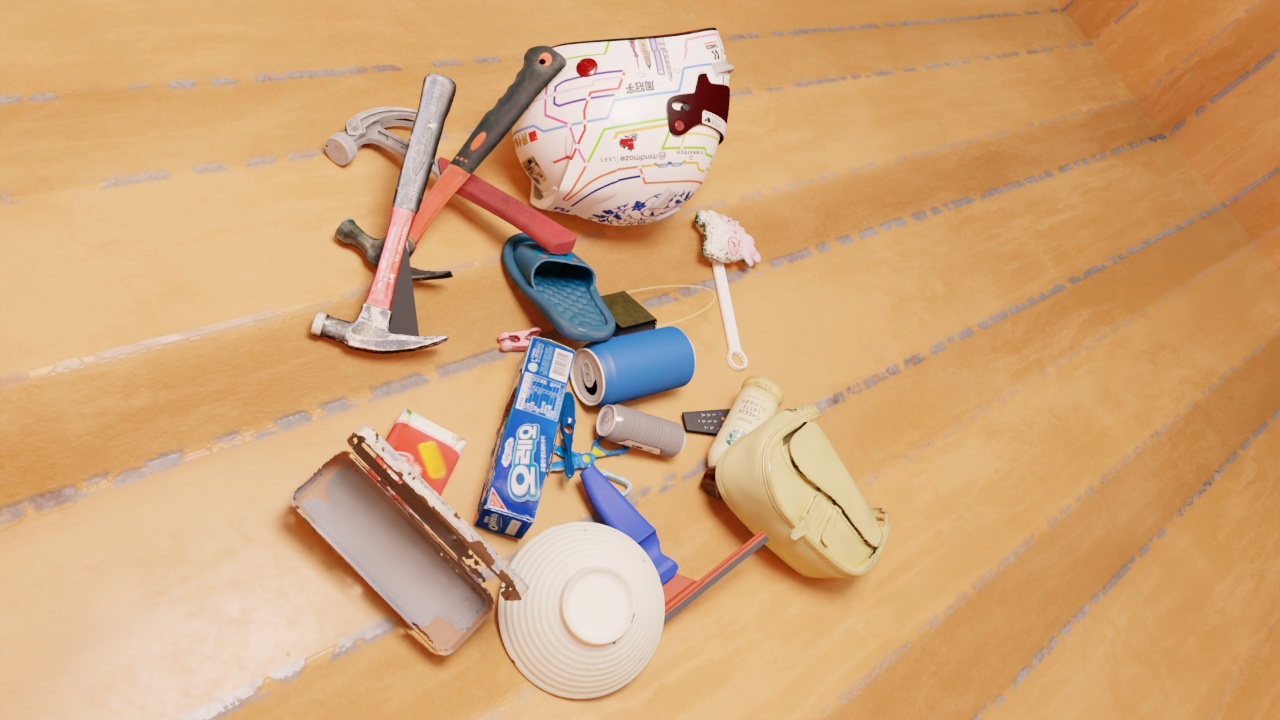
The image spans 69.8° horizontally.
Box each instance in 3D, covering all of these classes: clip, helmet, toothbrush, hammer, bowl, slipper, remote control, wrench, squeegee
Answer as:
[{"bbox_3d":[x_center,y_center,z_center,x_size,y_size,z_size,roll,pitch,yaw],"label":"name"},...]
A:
[{"bbox_3d":[-0.141,-0.019,1.096,0.058,0.022,0.037,-5,66,-27],"label":"clip"},{"bbox_3d":[-0.012,-0.298,1.209,0.313,0.231,0.236,-15,97,-23],"label":"helmet"},{"bbox_3d":[-0.083,0.086,1.056,0.021,0.016,0.132,13,41,-17],"label":"toothbrush"},{"bbox_3d":[-0.253,-0.163,1.022,0.140,0.036,0.325,15,79,-15],"label":"hammer"},{"bbox_3d":[-0.217,-0.219,1.126,0.316,0.036,0.125,30,46,5],"label":"hammer"},{"bbox_3d":[-0.049,0.246,0.916,0.177,0.071,0.177,5,72,-16],"label":"bowl"},{"bbox_3d":[-0.201,-0.236,1.073,0.133,0.033,0.333,36,84,-2],"label":"hammer"},{"bbox_3d":[-0.093,-0.098,1.120,0.103,0.059,0.213,-5,42,-34],"label":"slipper"},{"bbox_3d":[0.108,0.081,1.187,0.124,0.010,0.039,4,59,-29],"label":"remote control"},{"bbox_3d":[0.117,-0.106,1.314,0.047,0.009,0.273,8,57,-27],"label":"wrench"},{"bbox_3d":[-0.008,0.196,1.015,0.248,0.055,0.185,-33,82,-23],"label":"squeegee"}]

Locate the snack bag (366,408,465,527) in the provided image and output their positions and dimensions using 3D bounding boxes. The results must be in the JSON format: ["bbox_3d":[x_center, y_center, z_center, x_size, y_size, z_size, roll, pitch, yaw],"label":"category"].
[{"bbox_3d":[-0.235,0.114,0.942,0.077,0.036,0.115,30,50,-12],"label":"snack bag"}]

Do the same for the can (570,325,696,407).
[{"bbox_3d":[-0.007,0.007,1.120,0.145,0.079,0.079,-13,68,-36],"label":"can"}]

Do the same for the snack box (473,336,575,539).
[{"bbox_3d":[-0.125,0.080,1.011,0.059,0.060,0.225,19,53,-13],"label":"snack box"}]

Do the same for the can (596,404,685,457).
[{"bbox_3d":[0.002,0.084,1.089,0.106,0.044,0.044,19,52,-32],"label":"can"}]

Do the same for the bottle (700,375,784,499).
[{"bbox_3d":[0.125,0.096,1.147,0.056,0.057,0.161,35,62,-8],"label":"bottle"}]

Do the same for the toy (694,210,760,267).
[{"bbox_3d":[0.132,-0.176,1.336,0.108,0.041,0.095,14,53,-31],"label":"toy"}]

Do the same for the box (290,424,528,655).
[{"bbox_3d":[-0.217,0.170,0.849,0.104,0.096,0.216,-45,97,-16],"label":"box"}]

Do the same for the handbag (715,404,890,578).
[{"bbox_3d":[0.210,0.166,1.105,0.190,0.089,0.233,-45,107,-36],"label":"handbag"}]

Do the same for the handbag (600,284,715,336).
[{"bbox_3d":[0.025,-0.071,1.204,0.177,0.027,0.084,-17,44,-33],"label":"handbag"}]

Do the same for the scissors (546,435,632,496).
[{"bbox_3d":[-0.063,0.125,1.057,0.131,0.019,0.104,-7,60,-34],"label":"scissors"}]
